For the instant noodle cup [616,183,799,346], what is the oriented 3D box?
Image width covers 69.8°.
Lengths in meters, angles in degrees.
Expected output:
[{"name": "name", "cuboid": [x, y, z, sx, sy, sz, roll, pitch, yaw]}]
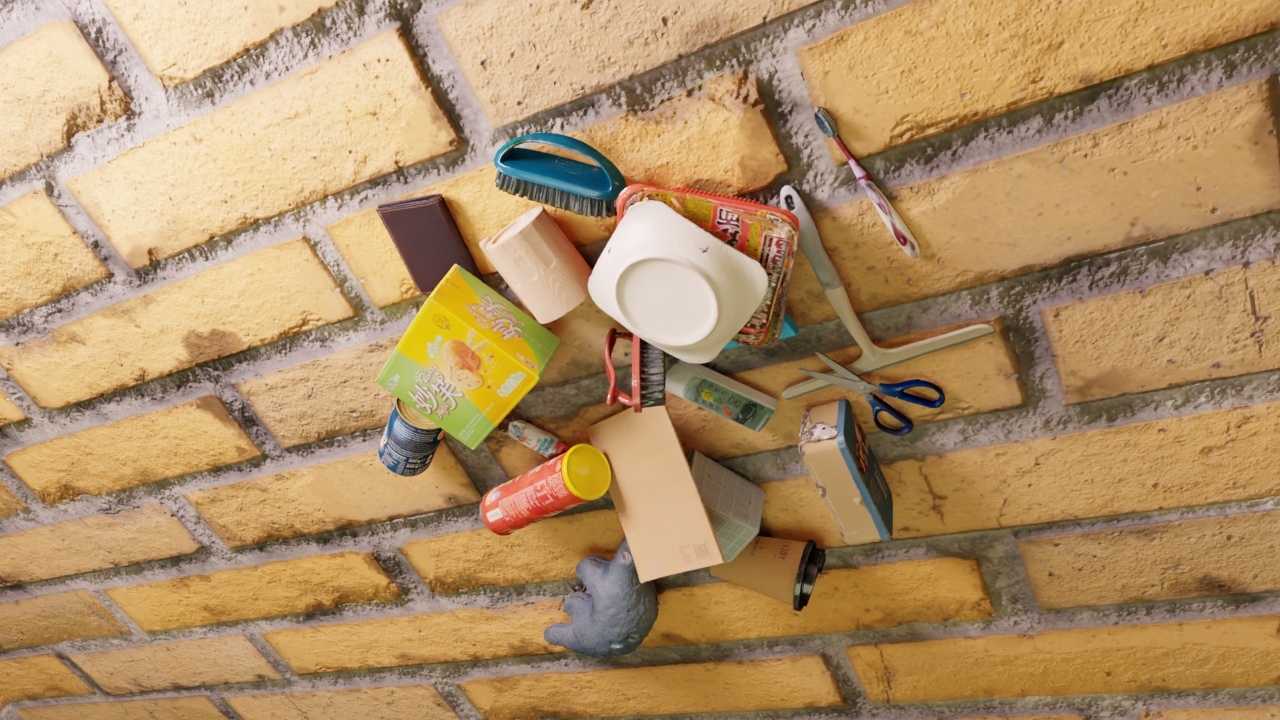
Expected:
[{"name": "instant noodle cup", "cuboid": [0.067, -0.107, 0.959, 0.189, 0.078, 0.165, 12, 128, 8]}]

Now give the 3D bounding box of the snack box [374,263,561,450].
[{"name": "snack box", "cuboid": [-0.213, 0.003, 1.118, 0.157, 0.069, 0.211, 36, 136, -10]}]

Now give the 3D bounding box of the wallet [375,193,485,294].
[{"name": "wallet", "cuboid": [-0.248, -0.134, 1.080, 0.096, 0.020, 0.122, -4, 125, 26]}]

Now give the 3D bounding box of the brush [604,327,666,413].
[{"name": "brush", "cuboid": [-0.006, 0.006, 1.023, 0.069, 0.145, 0.063, -2, 125, 3]}]

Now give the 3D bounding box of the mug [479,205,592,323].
[{"name": "mug", "cuboid": [-0.120, -0.105, 1.031, 0.125, 0.084, 0.103, -6, 126, 53]}]

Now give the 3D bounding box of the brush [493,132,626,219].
[{"name": "brush", "cuboid": [-0.084, -0.198, 0.955, 0.144, 0.055, 0.074, 16, 129, 7]}]

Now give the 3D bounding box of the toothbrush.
[{"name": "toothbrush", "cuboid": [0.223, -0.171, 0.901, 0.016, 0.017, 0.187, -27, 113, 33]}]

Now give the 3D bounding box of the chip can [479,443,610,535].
[{"name": "chip can", "cuboid": [-0.130, 0.175, 1.213, 0.073, 0.073, 0.217, 44, 136, -16]}]

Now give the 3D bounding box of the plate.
[{"name": "plate", "cuboid": [0.031, -0.067, 0.932, 0.164, 0.034, 0.164, 31, 134, -4]}]

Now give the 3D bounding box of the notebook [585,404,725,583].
[{"name": "notebook", "cuboid": [0.014, 0.161, 1.126, 0.150, 0.012, 0.211, -27, 81, 45]}]

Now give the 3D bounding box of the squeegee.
[{"name": "squeegee", "cuboid": [0.207, -0.075, 0.964, 0.247, 0.039, 0.246, -20, 117, 29]}]

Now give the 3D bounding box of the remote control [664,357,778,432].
[{"name": "remote control", "cuboid": [0.093, 0.040, 1.092, 0.135, 0.019, 0.056, 25, 141, -1]}]

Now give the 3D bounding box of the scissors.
[{"name": "scissors", "cuboid": [0.262, 0.029, 1.021, 0.147, 0.012, 0.169, -20, 128, 22]}]

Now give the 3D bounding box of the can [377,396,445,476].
[{"name": "can", "cuboid": [-0.303, 0.096, 1.231, 0.075, 0.075, 0.111, 28, 129, -4]}]

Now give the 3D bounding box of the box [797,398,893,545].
[{"name": "box", "cuboid": [0.246, 0.138, 1.078, 0.059, 0.089, 0.184, -18, 120, 27]}]

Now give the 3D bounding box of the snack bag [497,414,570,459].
[{"name": "snack bag", "cuboid": [-0.139, 0.103, 1.214, 0.105, 0.026, 0.045, 29, 145, -5]}]

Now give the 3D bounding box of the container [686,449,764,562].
[{"name": "container", "cuboid": [0.090, 0.189, 1.165, 0.111, 0.089, 0.090, 28, 129, -6]}]

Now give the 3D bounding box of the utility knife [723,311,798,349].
[{"name": "utility knife", "cuboid": [0.099, -0.027, 1.037, 0.167, 0.018, 0.034, -13, 118, 37]}]

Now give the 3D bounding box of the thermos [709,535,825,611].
[{"name": "thermos", "cuboid": [0.168, 0.269, 1.204, 0.143, 0.092, 0.093, 11, 128, 20]}]

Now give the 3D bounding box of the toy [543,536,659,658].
[{"name": "toy", "cuboid": [-0.043, 0.357, 1.340, 0.138, 0.091, 0.357, 44, 130, 19]}]
